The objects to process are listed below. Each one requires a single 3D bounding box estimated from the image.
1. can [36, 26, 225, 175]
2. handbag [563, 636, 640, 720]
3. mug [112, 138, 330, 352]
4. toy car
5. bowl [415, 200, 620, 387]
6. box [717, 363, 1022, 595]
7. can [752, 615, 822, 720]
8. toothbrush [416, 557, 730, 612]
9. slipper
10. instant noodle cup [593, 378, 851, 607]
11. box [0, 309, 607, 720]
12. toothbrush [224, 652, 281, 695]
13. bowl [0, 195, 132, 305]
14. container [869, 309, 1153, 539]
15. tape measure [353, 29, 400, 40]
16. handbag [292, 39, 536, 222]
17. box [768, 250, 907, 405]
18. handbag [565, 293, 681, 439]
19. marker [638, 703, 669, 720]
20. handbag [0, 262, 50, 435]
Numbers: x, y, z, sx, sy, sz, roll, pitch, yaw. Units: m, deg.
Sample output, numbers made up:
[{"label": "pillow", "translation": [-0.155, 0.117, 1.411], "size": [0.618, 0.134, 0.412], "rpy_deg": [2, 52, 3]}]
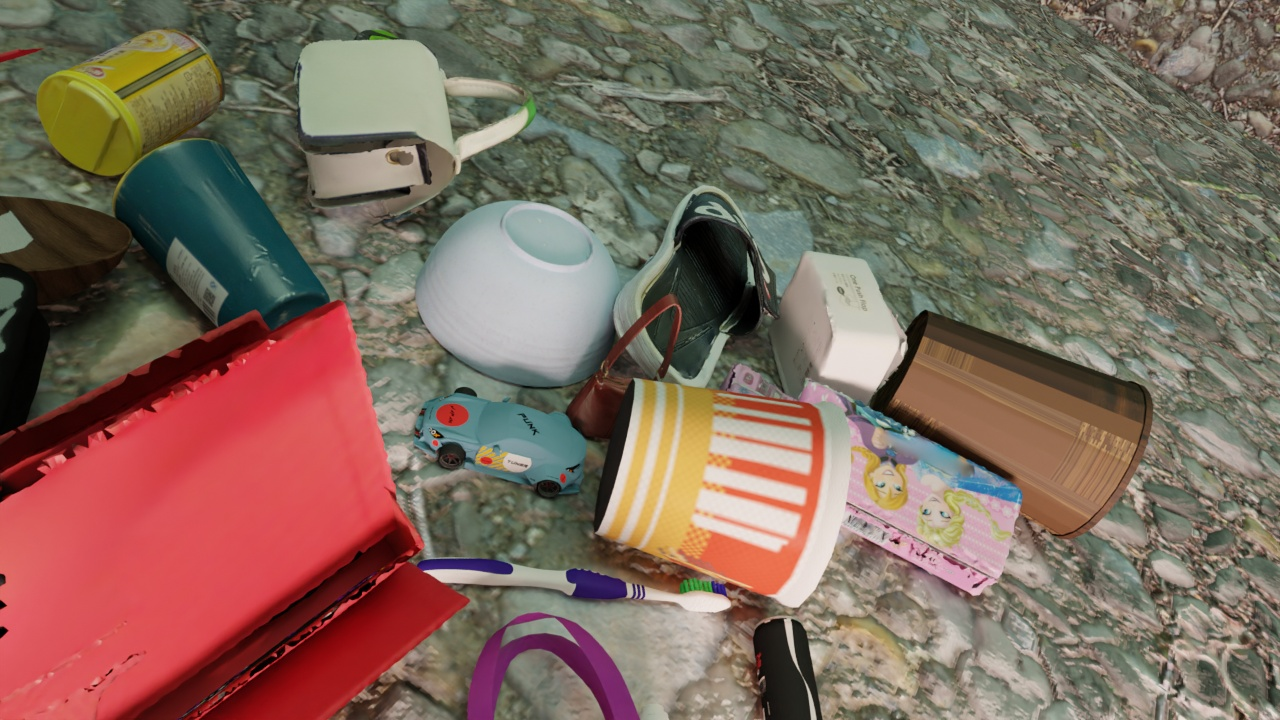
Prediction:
[{"label": "can", "translation": [-0.337, -0.174, 0.611], "size": [0.067, 0.068, 0.104], "rpy_deg": [26, 39, -4]}, {"label": "handbag", "translation": [-0.034, 0.191, 0.410], "size": [0.144, 0.068, 0.169], "rpy_deg": [-8, 42, -15]}, {"label": "mug", "translation": [-0.244, -0.063, 0.547], "size": [0.121, 0.078, 0.078], "rpy_deg": [48, 43, 14]}, {"label": "toy car", "translation": [-0.082, 0.045, 0.563], "size": [0.107, 0.028, 0.060], "rpy_deg": [18, 41, -14]}, {"label": "bowl", "translation": [-0.075, -0.061, 0.643], "size": [0.150, 0.075, 0.150], "rpy_deg": [17, 40, -15]}, {"label": "box", "translation": [0.159, 0.076, 0.646], "size": [0.230, 0.063, 0.084], "rpy_deg": [28, 39, -3]}, {"label": "can", "translation": [0.082, 0.185, 0.509], "size": [0.031, 0.032, 0.080], "rpy_deg": [15, 41, -17]}, {"label": "toothbrush", "translation": [-0.033, 0.125, 0.517], "size": [0.186, 0.015, 0.016], "rpy_deg": [12, 38, -20]}, {"label": "slipper", "translation": [0.058, -0.065, 0.703], "size": [0.111, 0.063, 0.263], "rpy_deg": [55, 35, -14]}, {"label": "instant noodle cup", "translation": [0.043, 0.071, 0.545], "size": [0.121, 0.124, 0.123], "rpy_deg": [15, 41, -6]}, {"label": "box", "translation": [-0.103, 0.159, 0.300], "size": [0.425, 0.128, 0.212], "rpy_deg": [37, 52, 24]}, {"label": "toothbrush", "translation": [-0.170, 0.147, 0.403], "size": [0.031, 0.031, 0.196], "rpy_deg": [-12, 52, 0]}, {"label": "bowl", "translation": [-0.341, -0.055, 0.493], "size": [0.119, 0.032, 0.119], "rpy_deg": [11, 23, -5]}, {"label": "container", "translation": [0.275, 0.042, 0.711], "size": [0.167, 0.132, 0.131], "rpy_deg": [26, 39, 5]}, {"label": "tape measure", "translation": [-0.222, -0.255, 0.794], "size": [0.058, 0.036, 0.065], "rpy_deg": [42, 37, 1]}, {"label": "handbag", "translation": [-0.166, -0.178, 0.698], "size": [0.176, 0.074, 0.151], "rpy_deg": [-8, 47, -12]}, {"label": "box", "translation": [0.167, -0.014, 0.715], "size": [0.101, 0.103, 0.107], "rpy_deg": [6, 44, -11]}, {"label": "handbag", "translation": [-0.003, 0.003, 0.581], "size": [0.055, 0.120, 0.029], "rpy_deg": [8, 44, -24]}, {"label": "marker", "translation": [0.012, 0.227, 0.433], "size": [0.020, 0.017, 0.133], "rpy_deg": [-6, 45, 1]}, {"label": "handbag", "translation": [-0.357, 0.018, 0.402], "size": [0.153, 0.115, 0.125], "rpy_deg": [9, 67, -28]}]
